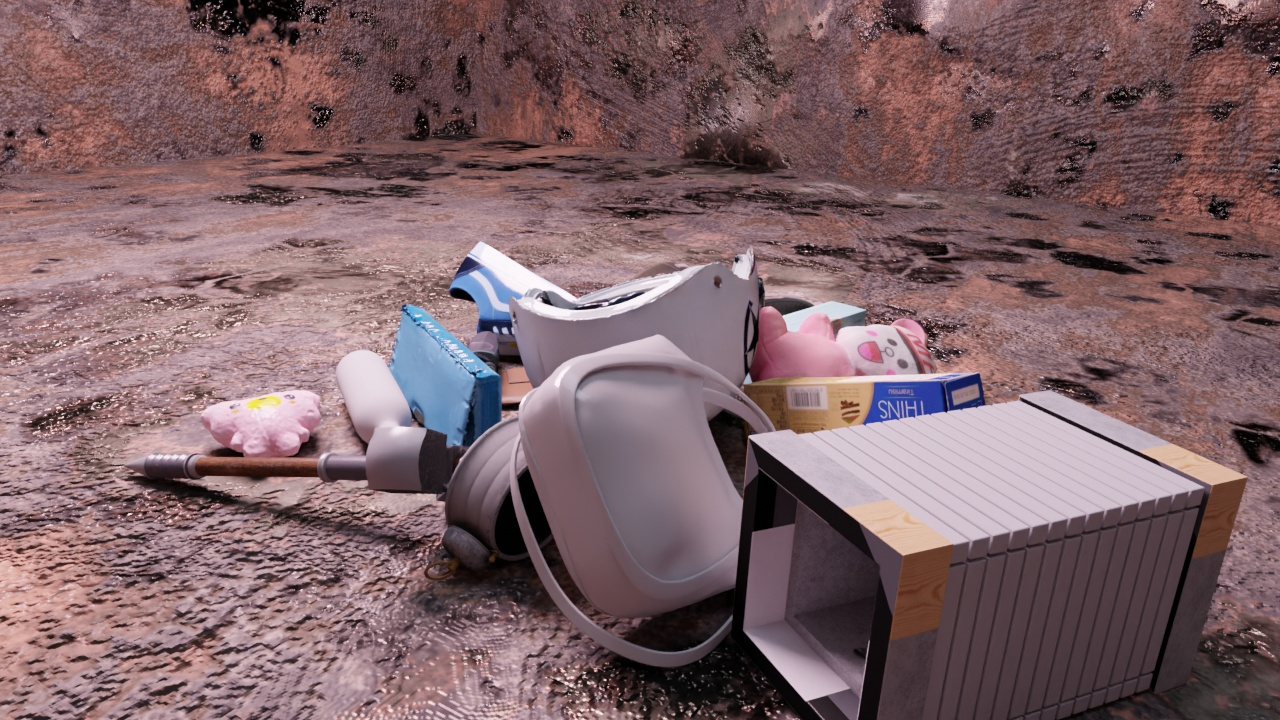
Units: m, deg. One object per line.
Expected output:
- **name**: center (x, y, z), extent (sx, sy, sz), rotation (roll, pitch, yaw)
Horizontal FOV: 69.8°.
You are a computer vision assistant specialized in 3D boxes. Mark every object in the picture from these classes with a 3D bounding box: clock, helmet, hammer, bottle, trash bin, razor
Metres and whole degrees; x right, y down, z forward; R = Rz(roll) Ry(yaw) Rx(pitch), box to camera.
- **clock**: center (-0.100, 0.103, 0.665), extent (0.056, 0.104, 0.147), rotation (27, 60, 31)
- **helmet**: center (0.007, -0.008, 0.877), extent (0.237, 0.164, 0.263), rotation (-9, 9, 11)
- **hammer**: center (-0.279, 0.085, 0.725), extent (0.323, 0.043, 0.156), rotation (-2, -13, 17)
- **bottle**: center (-0.246, 0.045, 0.861), extent (0.052, 0.052, 0.195), rotation (-6, 21, -24)
- **trash bin**: center (0.203, 0.122, 0.559), extent (0.246, 0.142, 0.142), rotation (-6, 21, -23)
- **razor**: center (-0.175, -0.003, 0.991), extent (0.052, 0.047, 0.142), rotation (2, 17, -3)

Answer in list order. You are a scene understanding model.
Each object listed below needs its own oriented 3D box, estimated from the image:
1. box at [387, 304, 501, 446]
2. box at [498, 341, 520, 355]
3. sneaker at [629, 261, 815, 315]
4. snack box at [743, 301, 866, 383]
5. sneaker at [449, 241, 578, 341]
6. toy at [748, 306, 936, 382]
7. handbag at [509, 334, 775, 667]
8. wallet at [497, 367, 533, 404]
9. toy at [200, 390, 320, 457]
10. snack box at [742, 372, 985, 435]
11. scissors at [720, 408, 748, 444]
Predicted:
- **box**: center (-0.195, 0.019, 0.883), extent (0.048, 0.093, 0.231), rotation (-8, 23, -28)
- **box**: center (-0.076, -0.039, 1.147), extent (0.209, 0.039, 0.129), rotation (1, 32, -2)
- **sneaker**: center (0.099, -0.060, 1.110), extent (0.234, 0.095, 0.119), rotation (-4, 32, -14)
- **snack box**: center (0.190, -0.014, 1.050), extent (0.174, 0.075, 0.053), rotation (-16, 27, -43)
- **sneaker**: center (-0.128, -0.044, 1.078), extent (0.241, 0.098, 0.083), rotation (31, -7, 25)
- **toy**: center (0.215, 0.011, 0.934), extent (0.213, 0.084, 0.141), rotation (0, 48, -18)
- **handbag**: center (0.029, 0.086, 0.651), extent (0.222, 0.215, 0.096), rotation (-10, -15, -47)
- **wallet**: center (-0.129, 0.029, 0.979), extent (0.121, 0.013, 0.087), rotation (-5, 20, -10)
- **toy**: center (-0.333, 0.059, 0.813), extent (0.102, 0.050, 0.093), rotation (-9, 27, -22)
- **snack box**: center (0.179, 0.042, 0.762), extent (0.056, 0.057, 0.207), rotation (-9, 4, -39)
- **scissors**: center (0.112, 0.066, 0.899), extent (0.226, 0.016, 0.161), rotation (18, 24, 37)
